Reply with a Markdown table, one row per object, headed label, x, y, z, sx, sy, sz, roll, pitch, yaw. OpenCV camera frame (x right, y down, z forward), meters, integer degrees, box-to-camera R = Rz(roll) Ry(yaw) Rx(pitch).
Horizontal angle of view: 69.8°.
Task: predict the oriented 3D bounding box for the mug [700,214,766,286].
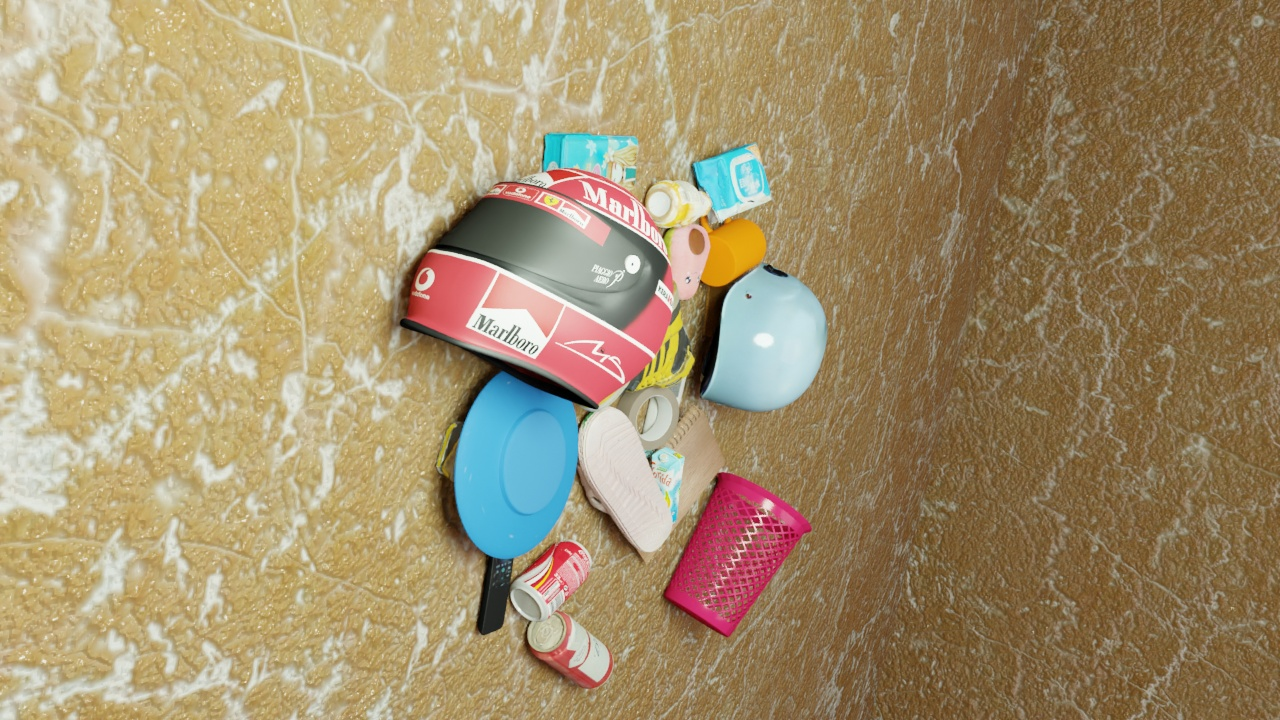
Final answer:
| label | x | y | z | sx | sy | sz | roll | pitch | yaw |
| --- | --- | --- | --- | --- | --- | --- | --- | --- | --- |
| mug | 0.124 | -0.178 | 1.365 | 0.095 | 0.078 | 0.112 | -34 | 102 | -47 |

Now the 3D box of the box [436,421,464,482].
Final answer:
| label | x | y | z | sx | sy | sz | roll | pitch | yaw |
| --- | --- | --- | --- | --- | --- | --- | --- | --- | --- |
| box | -0.158 | 0.117 | 1.078 | 0.209 | 0.045 | 0.066 | 23 | 96 | -59 |

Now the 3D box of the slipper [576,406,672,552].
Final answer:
| label | x | y | z | sx | sy | sz | roll | pitch | yaw |
| --- | --- | --- | --- | --- | --- | --- | --- | --- | --- |
| slipper | -0.032 | 0.165 | 1.261 | 0.094 | 0.064 | 0.239 | -43 | 124 | -27 |

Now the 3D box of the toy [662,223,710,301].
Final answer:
| label | x | y | z | sx | sy | sz | roll | pitch | yaw |
| --- | --- | --- | --- | --- | --- | --- | --- | --- | --- |
| toy | 0.062 | -0.138 | 1.293 | 0.089 | 0.051 | 0.110 | -10 | 112 | -55 |

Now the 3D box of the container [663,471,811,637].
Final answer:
| label | x | y | z | sx | sy | sz | roll | pitch | yaw |
| --- | --- | --- | --- | --- | --- | --- | --- | --- | --- |
| container | 0.152 | 0.333 | 1.542 | 0.225 | 0.183 | 0.183 | -56 | 145 | -15 |

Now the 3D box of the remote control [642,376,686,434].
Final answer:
| label | x | y | z | sx | sy | sz | roll | pitch | yaw |
| --- | --- | --- | --- | --- | --- | --- | --- | --- | --- |
| remote control | 0.038 | 0.054 | 1.363 | 0.060 | 0.025 | 0.138 | 7 | 97 | -59 |

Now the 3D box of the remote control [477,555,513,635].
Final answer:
| label | x | y | z | sx | sy | sz | roll | pitch | yaw |
| --- | --- | --- | --- | --- | --- | --- | --- | --- | --- |
| remote control | -0.175 | 0.259 | 1.120 | 0.041 | 0.020 | 0.152 | -3 | 105 | -57 |

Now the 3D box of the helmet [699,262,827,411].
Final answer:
| label | x | y | z | sx | sy | sz | roll | pitch | yaw |
| --- | --- | --- | --- | --- | --- | --- | --- | --- | --- |
| helmet | 0.197 | -0.026 | 1.406 | 0.264 | 0.167 | 0.226 | -53 | 161 | -58 |

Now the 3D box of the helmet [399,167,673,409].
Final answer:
| label | x | y | z | sx | sy | sz | roll | pitch | yaw |
| --- | --- | --- | --- | --- | --- | --- | --- | --- | --- |
| helmet | -0.085 | -0.085 | 0.937 | 0.270 | 0.198 | 0.224 | 30 | 81 | -41 |

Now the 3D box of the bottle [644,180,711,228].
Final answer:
| label | x | y | z | sx | sy | sz | roll | pitch | yaw |
| --- | --- | --- | --- | --- | --- | --- | --- | --- | --- |
| bottle | 0.054 | -0.211 | 1.238 | 0.108 | 0.063 | 0.063 | -13 | 114 | -55 |

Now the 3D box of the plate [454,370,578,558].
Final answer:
| label | x | y | z | sx | sy | sz | roll | pitch | yaw |
| --- | --- | --- | --- | --- | --- | --- | --- | --- | --- |
| plate | -0.127 | 0.115 | 1.043 | 0.223 | 0.024 | 0.224 | -14 | 107 | -58 |

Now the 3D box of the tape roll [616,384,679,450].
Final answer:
| label | x | y | z | sx | sy | sz | roll | pitch | yaw |
| --- | --- | --- | --- | --- | --- | --- | --- | --- | --- |
| tape roll | 0.010 | 0.078 | 1.299 | 0.093 | 0.030 | 0.094 | -11 | 109 | -37 |

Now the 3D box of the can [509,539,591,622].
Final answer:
| label | x | y | z | sx | sy | sz | roll | pitch | yaw |
| --- | --- | --- | --- | --- | --- | --- | --- | --- | --- |
| can | -0.114 | 0.282 | 1.183 | 0.104 | 0.064 | 0.064 | -39 | 134 | -44 |

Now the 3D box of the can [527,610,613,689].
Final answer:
| label | x | y | z | sx | sy | sz | roll | pitch | yaw |
| --- | --- | --- | --- | --- | --- | --- | --- | --- | --- |
| can | -0.095 | 0.398 | 1.262 | 0.067 | 0.067 | 0.170 | -61 | 146 | -22 |

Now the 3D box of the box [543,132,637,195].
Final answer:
| label | x | y | z | sx | sy | sz | roll | pitch | yaw |
| --- | --- | --- | --- | --- | --- | --- | --- | --- | --- |
| box | -0.057 | -0.159 | 1.116 | 0.181 | 0.039 | 0.227 | -19 | 119 | -54 |

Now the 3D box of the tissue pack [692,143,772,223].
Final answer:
| label | x | y | z | sx | sy | sz | roll | pitch | yaw |
| --- | --- | --- | --- | --- | --- | --- | --- | --- | --- |
| tissue pack | 0.135 | -0.257 | 1.327 | 0.144 | 0.062 | 0.093 | -32 | 109 | -47 |

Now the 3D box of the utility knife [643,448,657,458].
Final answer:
| label | x | y | z | sx | sy | sz | roll | pitch | yaw |
| --- | --- | --- | --- | --- | --- | --- | --- | --- | --- |
| utility knife | -0.003 | 0.140 | 1.349 | 0.120 | 0.015 | 0.022 | -27 | 93 | -52 |

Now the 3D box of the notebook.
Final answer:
| label | x | y | z | sx | sy | sz | roll | pitch | yaw |
| --- | --- | --- | --- | --- | --- | --- | --- | --- | --- |
| notebook | 0.043 | 0.187 | 1.399 | 0.210 | 0.022 | 0.169 | -49 | 143 | -19 |

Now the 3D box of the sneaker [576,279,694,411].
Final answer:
| label | x | y | z | sx | sy | sz | roll | pitch | yaw |
| --- | --- | --- | --- | --- | --- | --- | --- | --- | --- |
| sneaker | -0.007 | 0.007 | 1.209 | 0.237 | 0.086 | 0.122 | -55 | 140 | -35 |

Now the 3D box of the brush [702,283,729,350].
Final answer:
| label | x | y | z | sx | sy | sz | roll | pitch | yaw |
| --- | --- | --- | --- | --- | --- | --- | --- | --- | --- |
| brush | 0.118 | -0.060 | 1.448 | 0.048 | 0.017 | 0.126 | -19 | 119 | -54 |

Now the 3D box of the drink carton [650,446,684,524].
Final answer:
| label | x | y | z | sx | sy | sz | roll | pitch | yaw |
| --- | --- | --- | --- | --- | --- | --- | --- | --- | --- |
| drink carton | 0.035 | 0.185 | 1.327 | 0.038 | 0.044 | 0.129 | -27 | 134 | -41 |
